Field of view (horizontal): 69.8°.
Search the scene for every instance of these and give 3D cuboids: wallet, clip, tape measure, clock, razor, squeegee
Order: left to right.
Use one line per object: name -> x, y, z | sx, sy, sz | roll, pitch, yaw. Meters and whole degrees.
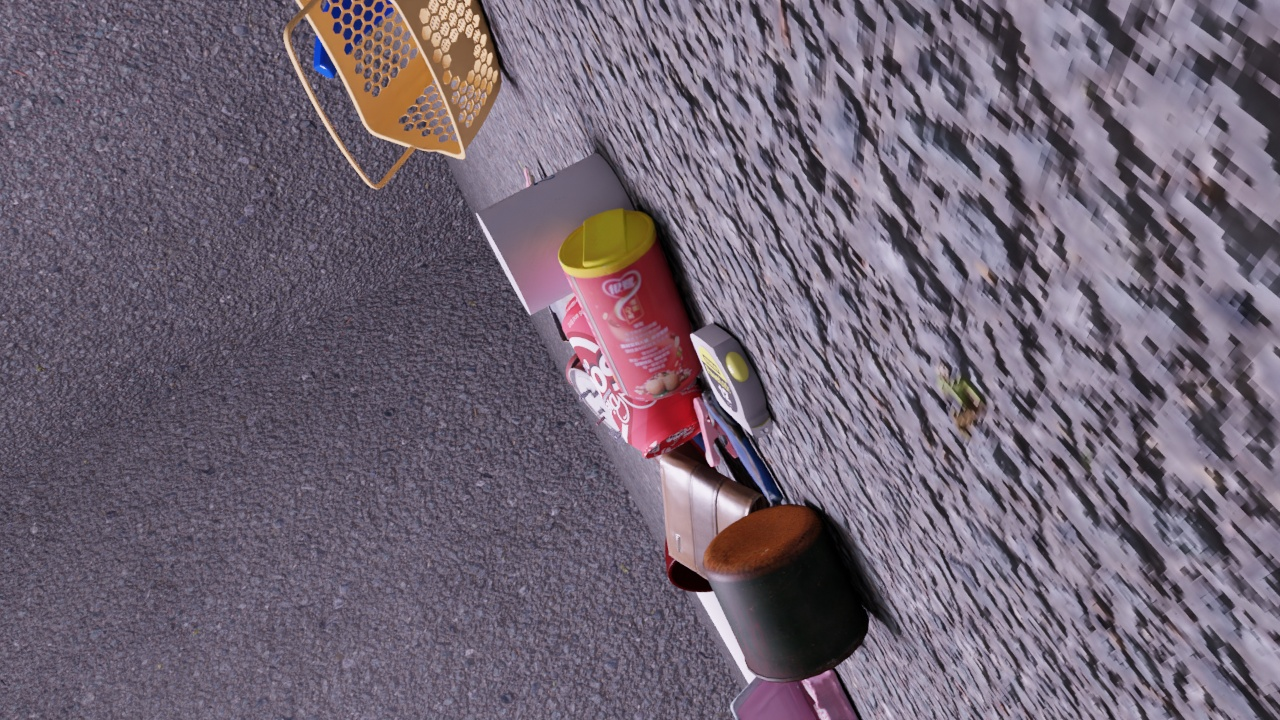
squeegee -> -0.260, -0.348, 0.872 | 0.055, 0.184, 0.250 | 19, 163, 9
clock -> -0.031, 0.036, 0.957 | 0.110, 0.061, 0.157 | 51, 162, -19
wallet -> 0.061, 0.141, 0.776 | 0.099, 0.026, 0.121 | 23, 133, 36
clip -> 0.063, 0.053, 0.709 | 0.023, 0.044, 0.060 | -155, 65, -73
tape measure -> 0.057, 0.011, 0.577 | 0.065, 0.016, 0.064 | 65, 172, -24
razor -> 0.083, 0.081, 0.657 | 0.043, 0.018, 0.141 | -11, -109, -59

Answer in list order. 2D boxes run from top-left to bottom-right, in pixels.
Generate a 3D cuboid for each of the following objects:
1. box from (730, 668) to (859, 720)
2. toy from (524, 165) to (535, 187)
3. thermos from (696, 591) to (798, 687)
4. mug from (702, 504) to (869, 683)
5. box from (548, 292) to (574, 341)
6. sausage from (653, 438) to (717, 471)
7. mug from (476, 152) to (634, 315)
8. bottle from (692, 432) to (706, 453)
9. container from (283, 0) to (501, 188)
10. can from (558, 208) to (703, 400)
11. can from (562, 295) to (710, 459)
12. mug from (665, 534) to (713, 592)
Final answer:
box -> 0.176, 0.403, 0.883 | 0.232, 0.107, 0.099 | 62, 172, -9
toy -> -0.106, -0.156, 1.000 | 0.087, 0.050, 0.112 | -163, 50, -81
thermos -> 0.131, 0.309, 1.024 | 0.230, 0.068, 0.101 | 61, -178, -7
mug -> 0.083, 0.146, 0.596 | 0.111, 0.084, 0.081 | -7, 112, 57
box -> -0.053, -0.078, 0.944 | 0.217, 0.096, 0.114 | 75, -165, -63
sausage -> 0.055, 0.109, 0.809 | 0.155, 0.040, 0.040 | 50, 172, 5
mug -> -0.057, -0.087, 0.688 | 0.083, 0.096, 0.120 | 60, 173, 14
bottle -> 0.017, 0.040, 0.853 | 0.131, 0.048, 0.048 | 64, 173, -16
container -> -0.221, -0.261, 0.811 | 0.129, 0.166, 0.183 | 22, 154, 23
can -> -0.004, -0.036, 0.631 | 0.066, 0.066, 0.124 | 53, 169, 53
can -> -0.004, 0.004, 0.758 | 0.142, 0.074, 0.074 | 60, 173, 15
mug -> 0.063, 0.181, 0.931 | 0.088, 0.087, 0.114 | -100, 10, -45
